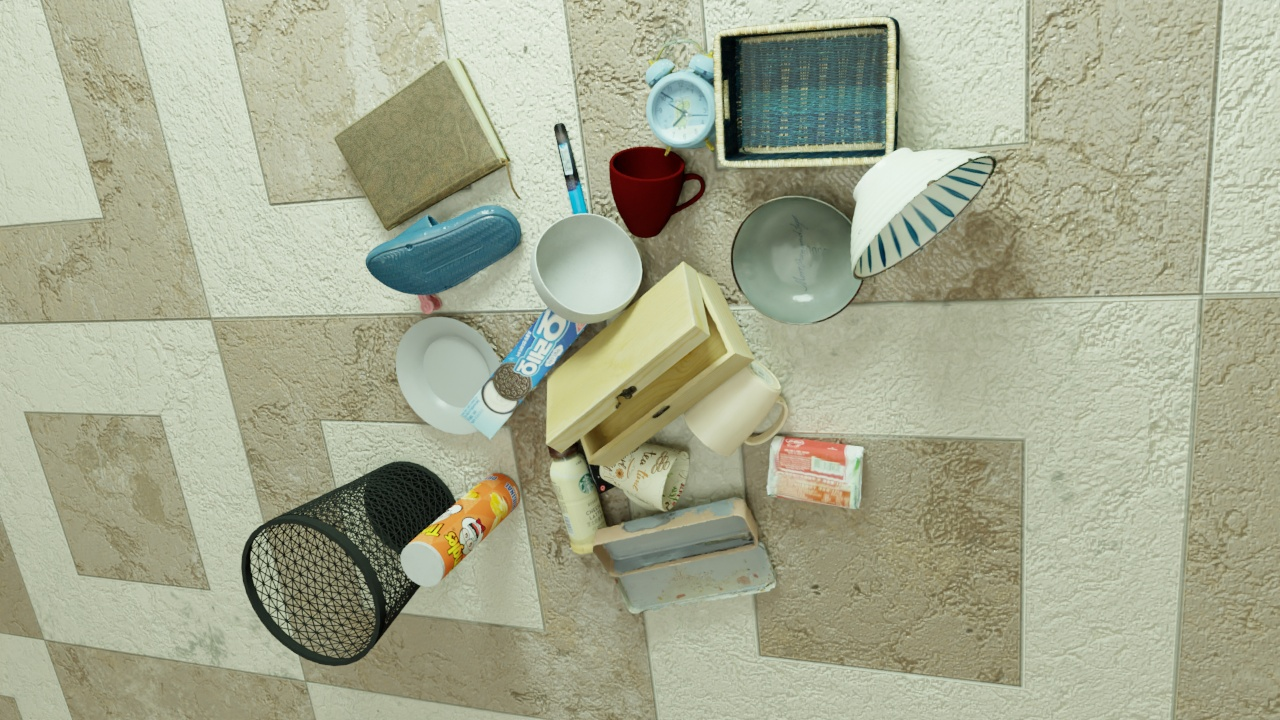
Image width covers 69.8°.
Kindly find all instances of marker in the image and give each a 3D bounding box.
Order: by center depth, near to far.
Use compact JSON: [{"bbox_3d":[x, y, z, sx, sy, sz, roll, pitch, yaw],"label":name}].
[{"bbox_3d":[-0.086,-0.231,1.132,0.018,0.015,0.123,-9,102,20],"label":"marker"}]

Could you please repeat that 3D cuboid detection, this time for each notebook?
[{"bbox_3d":[-0.272,-0.257,1.184,0.216,0.034,0.190,-23,99,27],"label":"notebook"}]

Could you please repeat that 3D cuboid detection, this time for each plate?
[{"bbox_3d":[-0.264,0.019,1.288,0.173,0.019,0.173,7,111,19],"label":"plate"}]

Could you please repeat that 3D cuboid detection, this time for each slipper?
[{"bbox_3d":[-0.254,-0.146,1.197,0.214,0.059,0.104,-19,136,13],"label":"slipper"}]

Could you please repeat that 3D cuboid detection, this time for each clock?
[{"bbox_3d":[0.050,-0.296,1.034,0.089,0.051,0.124,1,107,23],"label":"clock"}]

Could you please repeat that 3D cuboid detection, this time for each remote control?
[{"bbox_3d":[-0.062,0.115,1.234,0.010,0.039,0.125,-6,103,56],"label":"remote control"}]

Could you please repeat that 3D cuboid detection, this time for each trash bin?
[{"bbox_3d":[-0.389,0.265,1.298,0.217,0.242,0.217,7,111,19],"label":"trash bin"}]

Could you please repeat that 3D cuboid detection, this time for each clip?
[{"bbox_3d":[-0.298,-0.090,1.253,0.022,0.038,0.059,-24,94,30],"label":"clip"}]

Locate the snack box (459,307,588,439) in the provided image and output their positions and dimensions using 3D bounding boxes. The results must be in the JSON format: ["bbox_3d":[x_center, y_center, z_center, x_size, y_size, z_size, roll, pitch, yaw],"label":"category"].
[{"bbox_3d":[-0.147,0.004,1.201,0.059,0.059,0.227,41,111,-3],"label":"snack box"}]

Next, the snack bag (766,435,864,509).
[{"bbox_3d":[0.216,0.137,1.132,0.116,0.036,0.077,6,111,19],"label":"snack bag"}]

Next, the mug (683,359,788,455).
[{"bbox_3d":[0.127,0.058,1.122,0.111,0.085,0.104,31,114,-23],"label":"mug"}]

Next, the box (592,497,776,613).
[{"bbox_3d":[0.059,0.267,1.219,0.217,0.058,0.154,-16,122,18],"label":"box"}]

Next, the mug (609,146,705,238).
[{"bbox_3d":[0.020,-0.193,1.078,0.114,0.087,0.088,-5,129,-9],"label":"mug"}]

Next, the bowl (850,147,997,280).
[{"bbox_3d":[0.269,-0.167,0.941,0.178,0.177,0.071,-46,69,28],"label":"bowl"}]

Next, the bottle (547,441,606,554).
[{"bbox_3d":[-0.087,0.182,1.255,0.057,0.056,0.162,-9,105,24],"label":"bottle"}]

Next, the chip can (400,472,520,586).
[{"bbox_3d":[-0.238,0.224,1.243,0.062,0.209,0.062,7,111,19],"label":"chip can"}]

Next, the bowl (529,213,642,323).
[{"bbox_3d":[-0.069,-0.106,1.117,0.132,0.131,0.064,45,156,1],"label":"bowl"}]

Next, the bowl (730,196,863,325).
[{"bbox_3d":[0.182,-0.118,1.043,0.151,0.056,0.151,7,110,19],"label":"bowl"}]

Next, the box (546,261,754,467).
[{"bbox_3d":[-0.009,0.004,1.106,0.249,0.122,0.140,-38,60,27],"label":"box"}]

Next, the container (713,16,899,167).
[{"bbox_3d":[0.178,-0.283,0.977,0.188,0.071,0.145,3,109,20],"label":"container"}]

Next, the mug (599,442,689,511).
[{"bbox_3d":[0.004,0.157,1.213,0.097,0.080,0.122,17,140,23],"label":"mug"}]
